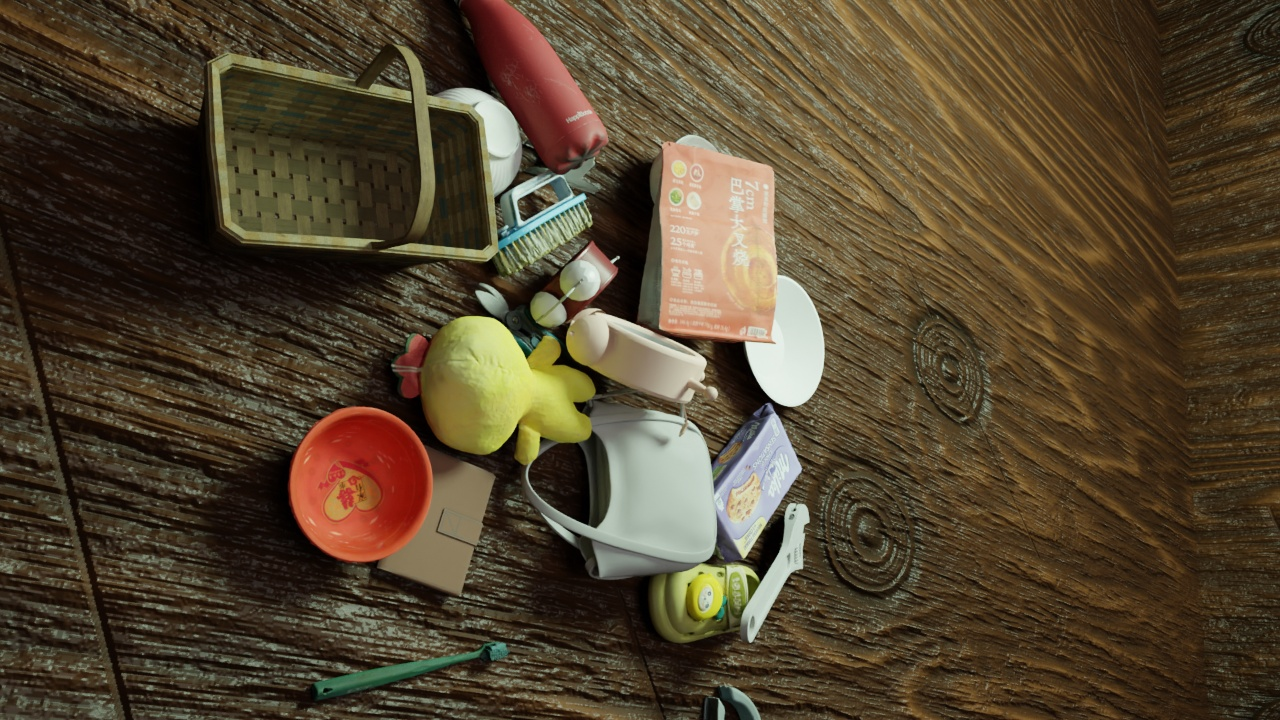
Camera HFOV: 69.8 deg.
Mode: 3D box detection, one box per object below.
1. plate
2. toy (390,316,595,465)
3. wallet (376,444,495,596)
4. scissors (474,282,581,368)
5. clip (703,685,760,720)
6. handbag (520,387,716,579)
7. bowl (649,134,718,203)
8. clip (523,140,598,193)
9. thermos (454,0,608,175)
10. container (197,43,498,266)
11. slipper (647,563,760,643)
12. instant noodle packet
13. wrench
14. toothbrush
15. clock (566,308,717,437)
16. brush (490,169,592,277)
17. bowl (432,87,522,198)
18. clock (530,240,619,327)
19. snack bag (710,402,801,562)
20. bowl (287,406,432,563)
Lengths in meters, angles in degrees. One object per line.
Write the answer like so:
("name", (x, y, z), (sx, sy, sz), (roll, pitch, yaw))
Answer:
("plate", (0.180, -0.024, 1.224), (0.173, 0.036, 0.174), (9, 77, -44))
("toy", (-0.130, 0.027, 0.880), (0.207, 0.092, 0.133), (20, 65, -43))
("wallet", (-0.188, 0.148, 0.852), (0.087, 0.013, 0.120), (29, 62, -31))
("scissors", (-0.116, -0.019, 0.955), (0.130, 0.019, 0.149), (-6, 86, -45))
("clip", (0.129, 0.451, 1.078), (0.106, 0.028, 0.163), (-23, 98, -42))
("handbag", (-0.030, 0.125, 0.976), (0.222, 0.096, 0.215), (12, 62, -32))
("bowl", (0.054, -0.215, 1.131), (0.113, 0.063, 0.113), (11, 74, -42))
("clip", (-0.078, -0.217, 1.021), (0.102, 0.054, 0.058), (9, 111, -42))
("thermos", (-0.125, -0.310, 0.956), (0.073, 0.073, 0.240), (-32, 89, -43))
("container", (-0.227, -0.161, 0.762), (0.249, 0.187, 0.157), (-1, 81, -44))
("slipper", (0.091, 0.275, 1.046), (0.190, 0.082, 0.091), (12, 75, -44))
("instant noodle packet", (0.085, -0.134, 1.074), (0.164, 0.084, 0.221), (5, 91, -30))
("wrench", (0.164, 0.250, 1.103), (0.272, 0.018, 0.087), (-29, 119, -63))
("toothbrush", (-0.197, 0.273, 0.812), (0.189, 0.017, 0.016), (2, 79, -44))
("clock", (-0.006, 0.006, 0.963), (0.160, 0.131, 0.086), (29, 96, -6))
("brush", (-0.117, -0.144, 0.957), (0.135, 0.056, 0.075), (-40, 105, -41))
("bowl", (-0.163, -0.223, 0.925), (0.118, 0.062, 0.118), (12, 72, -42))
("clock", (-0.070, -0.078, 0.956), (0.044, 0.087, 0.124), (46, 28, -10))
("snack bag", (0.127, 0.147, 1.125), (0.204, 0.059, 0.096), (-45, 115, -43))
("bowl", (-0.245, 0.106, 0.783), (0.130, 0.045, 0.130), (12, 73, -42))
